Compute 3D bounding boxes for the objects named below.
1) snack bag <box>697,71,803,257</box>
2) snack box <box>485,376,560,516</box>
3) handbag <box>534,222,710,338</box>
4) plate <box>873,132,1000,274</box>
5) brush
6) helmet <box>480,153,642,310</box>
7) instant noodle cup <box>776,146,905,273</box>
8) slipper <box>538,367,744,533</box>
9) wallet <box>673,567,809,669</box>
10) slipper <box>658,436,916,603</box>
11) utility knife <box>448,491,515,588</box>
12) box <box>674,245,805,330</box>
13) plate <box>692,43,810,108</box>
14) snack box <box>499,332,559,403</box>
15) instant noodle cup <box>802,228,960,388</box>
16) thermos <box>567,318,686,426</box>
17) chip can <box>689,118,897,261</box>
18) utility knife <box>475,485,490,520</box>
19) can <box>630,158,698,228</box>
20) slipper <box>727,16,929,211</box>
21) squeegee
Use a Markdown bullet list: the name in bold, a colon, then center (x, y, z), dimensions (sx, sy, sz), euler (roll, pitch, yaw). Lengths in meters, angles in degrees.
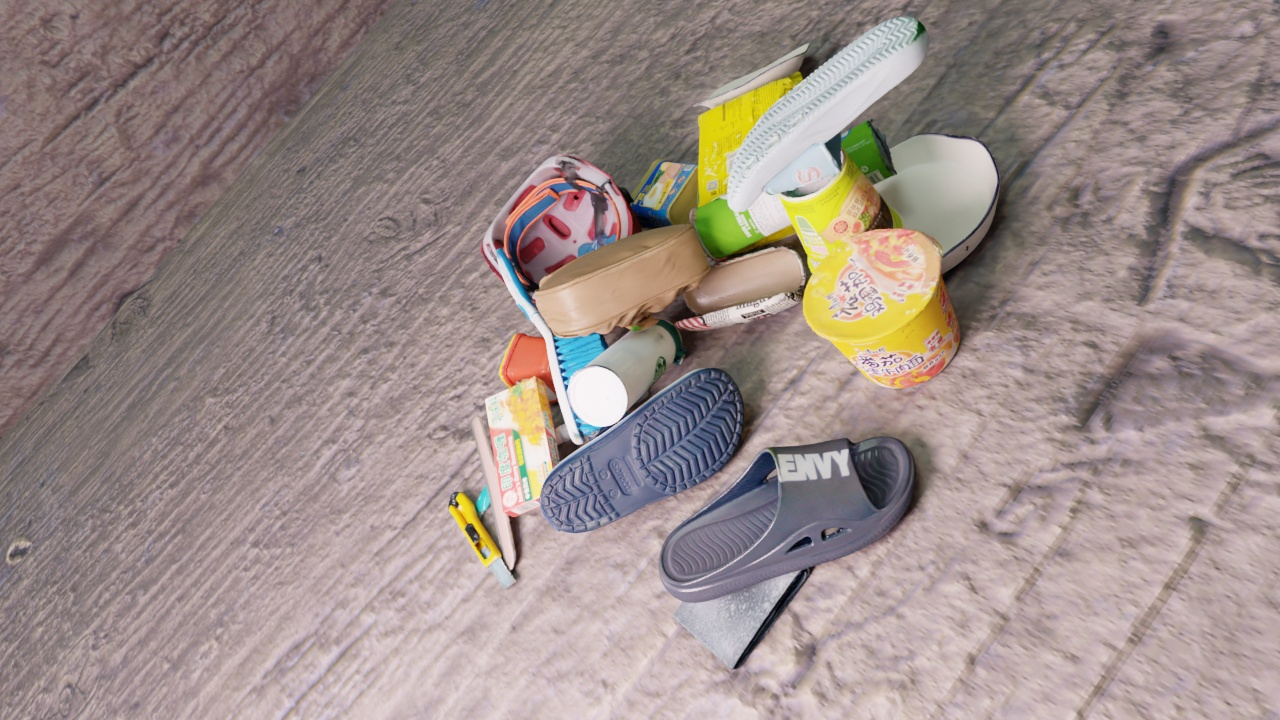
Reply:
- **snack bag**: center (0.144, -0.253, 1.193), dimensions (0.158, 0.068, 0.246), euler (-17, 56, 30)
- **snack box**: center (-0.140, 0.103, 1.113), dimensions (0.077, 0.027, 0.155), euler (-25, 60, 18)
- **handbag**: center (-0.023, -0.087, 1.072), dimensions (0.204, 0.100, 0.148), euler (-25, 14, -18)
- **plate**: center (0.298, -0.162, 1.020), dimensions (0.205, 0.045, 0.204), euler (-23, 44, 24)
- **brush**: center (-0.101, -0.033, 1.140), dimensions (0.109, 0.060, 0.314), euler (-21, 61, 7)
- **helmet**: center (-0.082, -0.152, 1.268), dimensions (0.207, 0.144, 0.240), euler (-51, 58, 6)
- **instant noodle cup**: center (0.203, -0.160, 0.967), dimensions (0.112, 0.123, 0.111), euler (-23, 45, 25)
- **slipper**: center (0.004, 0.104, 1.014), dimensions (0.253, 0.105, 0.095), euler (-34, 7, 0)
- **wallet**: center (0.095, 0.225, 0.887), dimensions (0.120, 0.019, 0.097), euler (-52, 38, -6)
- **slipper**: center (0.128, 0.139, 0.859), dimensions (0.268, 0.083, 0.110), euler (-27, 38, 10)
- **utility knife**: center (-0.199, 0.219, 1.136), dimensions (0.033, 0.015, 0.202), euler (-58, 40, 6)
- **box**: center (0.113, -0.077, 1.082), dimensions (0.163, 0.075, 0.086), euler (-12, 20, 31)
- **plate**: center (0.164, -0.392, 1.303), dimensions (0.164, 0.034, 0.163), euler (-19, 17, 29)
- **snack box**: center (-0.128, 0.014, 1.204), dimensions (0.080, 0.091, 0.081), euler (0, 57, 32)
- **instant noodle cup**: center (0.248, -0.045, 0.912), dimensions (0.138, 0.110, 0.137), euler (-24, 44, 25)
- **thermos**: center (-0.006, 0.006, 1.043), dimensions (0.073, 0.073, 0.223), euler (-23, 8, 25)
- **chip can**: center (0.174, -0.194, 1.064), dimensions (0.237, 0.072, 0.072), euler (-24, 44, 26)
- **utility knife**: center (-0.183, 0.145, 1.197), dimensions (0.029, 0.013, 0.182), euler (10, 67, 48)
- **can**: center (0.043, -0.231, 1.291), dimensions (0.083, 0.057, 0.102), euler (19, 70, 45)
- **slipper**: center (0.180, -0.229, 0.889), dimensions (0.246, 0.074, 0.103), euler (-36, 29, 35)
- **squeegee**: center (-0.100, 0.098, 1.137), dimensions (0.250, 0.040, 0.247), euler (-32, 47, 9)
